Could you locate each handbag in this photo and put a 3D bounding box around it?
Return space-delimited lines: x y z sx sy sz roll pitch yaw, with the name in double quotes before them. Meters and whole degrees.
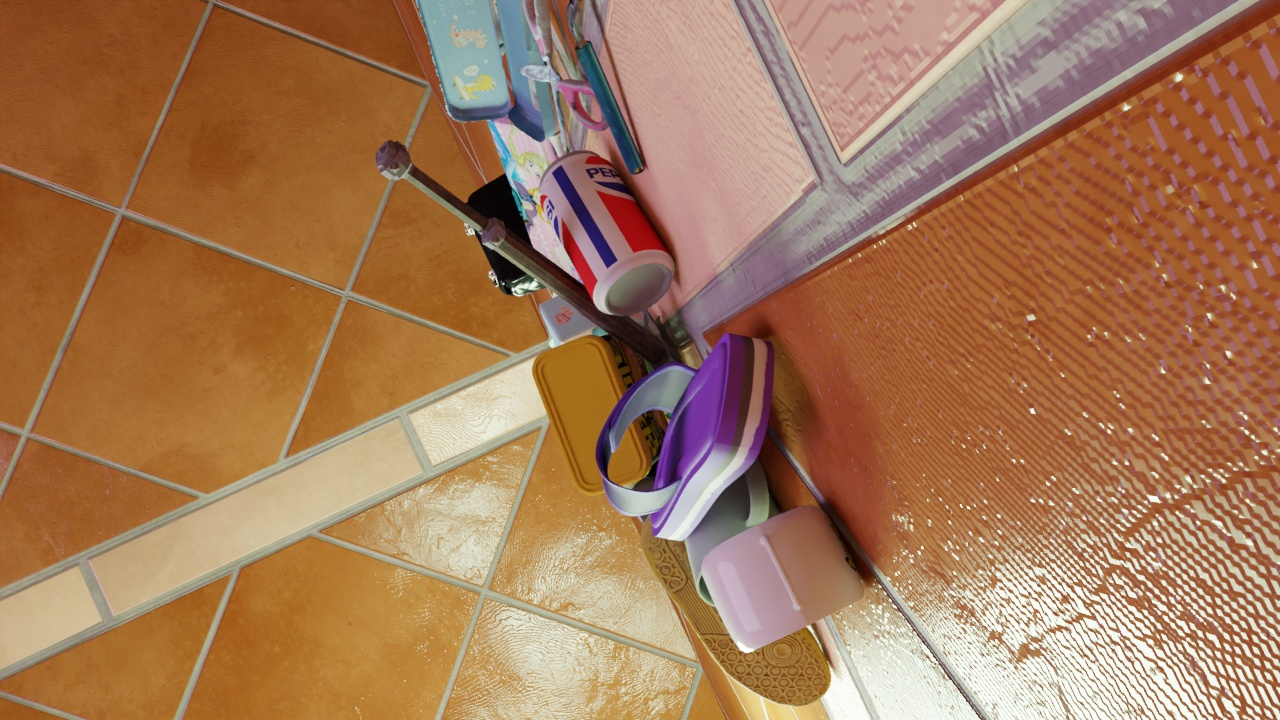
"handbag" -0.152 -0.157 1.193 0.153 0.125 0.115 62 172 16

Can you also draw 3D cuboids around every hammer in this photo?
"hammer" -0.075 -0.070 0.728 0.316 0.028 0.147 35 -163 -34

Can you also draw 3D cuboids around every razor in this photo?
"razor" -0.026 -0.193 0.631 0.042 0.022 0.144 -125 12 -58

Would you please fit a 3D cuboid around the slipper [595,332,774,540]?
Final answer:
"slipper" 0.014 0.053 0.651 0.267 0.084 0.107 115 164 -67

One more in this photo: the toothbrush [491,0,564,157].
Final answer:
"toothbrush" -0.096 -0.251 0.887 0.026 0.027 0.223 21 142 41

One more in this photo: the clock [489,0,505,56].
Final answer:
"clock" -0.178 -0.383 0.968 0.122 0.045 0.159 63 173 12

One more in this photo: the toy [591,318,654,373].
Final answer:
"toy" -0.005 0.005 0.893 0.033 0.085 0.105 24 -124 -63

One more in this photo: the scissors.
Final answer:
"scissors" -0.067 -0.239 0.725 0.170 0.013 0.177 40 148 56

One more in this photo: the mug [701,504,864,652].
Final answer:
"mug" 0.091 0.140 0.595 0.115 0.094 0.068 63 -179 -73

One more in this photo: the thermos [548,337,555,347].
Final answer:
"thermos" -0.022 0.031 1.088 0.220 0.099 0.099 55 169 25

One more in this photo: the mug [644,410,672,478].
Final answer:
"mug" 0.012 0.066 0.951 0.098 0.082 0.118 60 172 33

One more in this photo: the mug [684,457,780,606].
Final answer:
"mug" 0.078 0.123 0.735 0.104 0.084 0.111 -105 20 -50

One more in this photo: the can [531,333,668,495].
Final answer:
"can" -0.029 0.042 0.823 0.131 0.073 0.101 69 -162 -1

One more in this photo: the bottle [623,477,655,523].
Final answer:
"bottle" 0.029 0.157 0.990 0.174 0.046 0.083 38 -176 -24

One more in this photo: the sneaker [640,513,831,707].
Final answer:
"sneaker" 0.090 0.210 0.871 0.238 0.086 0.122 53 -166 -10

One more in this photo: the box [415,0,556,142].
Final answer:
"box" -0.137 -0.296 0.816 0.125 0.043 0.210 19 145 19

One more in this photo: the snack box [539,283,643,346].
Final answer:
"snack box" -0.043 -0.029 0.978 0.093 0.094 0.079 53 166 55

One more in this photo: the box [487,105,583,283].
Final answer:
"box" -0.090 -0.185 1.026 0.085 0.070 0.231 20 144 33

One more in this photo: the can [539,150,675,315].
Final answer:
"can" -0.029 -0.104 0.743 0.132 0.070 0.070 61 171 30
